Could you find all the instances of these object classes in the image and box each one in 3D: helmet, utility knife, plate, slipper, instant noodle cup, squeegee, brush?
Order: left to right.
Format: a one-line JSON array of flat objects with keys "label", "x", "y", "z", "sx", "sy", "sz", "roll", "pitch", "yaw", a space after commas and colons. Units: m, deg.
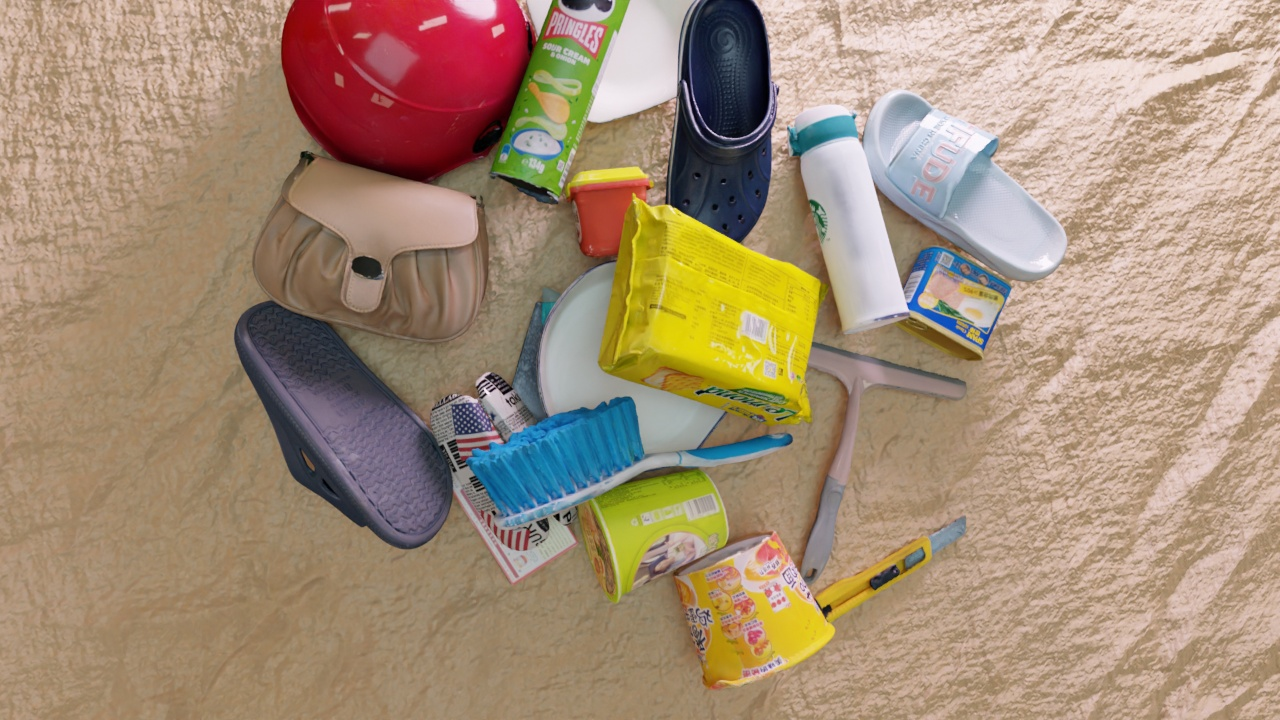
[{"label": "slipper", "x": -0.278, "y": 0.065, "z": 0.846, "sx": 0.268, "sy": 0.084, "sz": 0.110, "roll": 50, "pitch": 40, "yaw": 6}, {"label": "helmet", "x": -0.205, "y": -0.281, "z": 0.824, "sx": 0.240, "sy": 0.144, "sz": 0.207, "roll": -33, "pitch": 93, "yaw": -8}, {"label": "utility knife", "x": -0.080, "y": 0.020, "z": 0.889, "sx": 0.029, "sy": 0.013, "sz": 0.182, "roll": -2, "pitch": 92, "yaw": -10}, {"label": "plate", "x": -0.018, "y": -0.324, "z": 0.902, "sx": 0.163, "sy": 0.034, "sz": 0.164, "roll": -23, "pitch": 94, "yaw": -7}, {"label": "plate", "x": -0.005, "y": 0.005, "z": 0.884, "sx": 0.204, "sy": 0.046, "sz": 0.205, "roll": -1, "pitch": 92, "yaw": -22}, {"label": "brush", "x": 0.002, "y": 0.080, "z": 0.840, "sx": 0.313, "sy": 0.061, "sz": 0.109, "roll": -21, "pitch": 101, "yaw": -23}, {"label": "instant noodle cup", "x": 0.014, "y": 0.159, "z": 0.880, "sx": 0.123, "sy": 0.112, "sz": 0.111, "roll": -15, "pitch": 92, "yaw": -17}, {"label": "slipper", "x": 0.084, "y": -0.221, "z": 0.871, "sx": 0.105, "sy": 0.095, "sz": 0.253, "roll": 0, "pitch": 104, "yaw": -10}, {"label": "instant noodle cup", "x": 0.101, "y": 0.233, "z": 0.879, "sx": 0.138, "sy": 0.138, "sz": 0.110, "roll": -23, "pitch": 86, "yaw": -8}, {"label": "squeegee", "x": 0.200, "y": 0.112, "z": 0.936, "sx": 0.247, "sy": 0.040, "sz": 0.249, "roll": 14, "pitch": 89, "yaw": -8}, {"label": "utility knife", "x": 0.260, "y": 0.217, "z": 0.956, "sx": 0.202, "sy": 0.015, "sz": 0.033, "roll": -29, "pitch": 97, "yaw": -7}, {"label": "slipper", "x": 0.325, "y": -0.176, "z": 0.914, "sx": 0.245, "sy": 0.074, "sz": 0.104, "roll": 43, "pitch": 77, "yaw": 7}]

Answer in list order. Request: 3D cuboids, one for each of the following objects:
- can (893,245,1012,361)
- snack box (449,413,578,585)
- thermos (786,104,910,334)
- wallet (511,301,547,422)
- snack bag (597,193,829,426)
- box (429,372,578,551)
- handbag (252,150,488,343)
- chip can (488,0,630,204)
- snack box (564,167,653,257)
[{"label": "can", "x": 0.319, "y": -0.059, "z": 0.943, "sx": 0.102, "sy": 0.057, "sz": 0.083, "roll": 28, "pitch": 84, "yaw": -8}, {"label": "snack box", "x": -0.133, "y": 0.132, "z": 0.892, "sx": 0.077, "sy": 0.027, "sz": 0.156, "roll": -32, "pitch": 95, "yaw": -7}, {"label": "thermos", "x": 0.203, "y": -0.141, "z": 0.909, "sx": 0.073, "sy": 0.073, "sz": 0.224, "roll": -13, "pitch": 84, "yaw": -8}, {"label": "wallet", "x": -0.073, "y": 0.011, "z": 0.906, "sx": 0.097, "sy": 0.019, "sz": 0.121, "roll": 17, "pitch": 87, "yaw": -10}, {"label": "snack bag", "x": 0.077, "y": -0.038, "z": 0.845, "sx": 0.246, "sy": 0.068, "sz": 0.158, "roll": 18, "pitch": 75, "yaw": -33}, {"label": "box", "x": -0.129, "y": 0.096, "z": 0.855, "sx": 0.086, "sy": 0.075, "sz": 0.162, "roll": -28, "pitch": 97, "yaw": 9}, {"label": "handbag", "x": -0.240, "y": -0.097, "z": 0.834, "sx": 0.204, "sy": 0.099, "sz": 0.148, "roll": 13, "pitch": 104, "yaw": -9}, {"label": "chip can", "x": -0.068, "y": -0.266, "z": 0.842, "sx": 0.072, "sy": 0.072, "sz": 0.236, "roll": 20, "pitch": 91, "yaw": -8}, {"label": "snack box", "x": -0.028, "y": -0.140, "z": 0.876, "sx": 0.082, "sy": 0.091, "sz": 0.080, "roll": -8, "pitch": 98, "yaw": -7}]
